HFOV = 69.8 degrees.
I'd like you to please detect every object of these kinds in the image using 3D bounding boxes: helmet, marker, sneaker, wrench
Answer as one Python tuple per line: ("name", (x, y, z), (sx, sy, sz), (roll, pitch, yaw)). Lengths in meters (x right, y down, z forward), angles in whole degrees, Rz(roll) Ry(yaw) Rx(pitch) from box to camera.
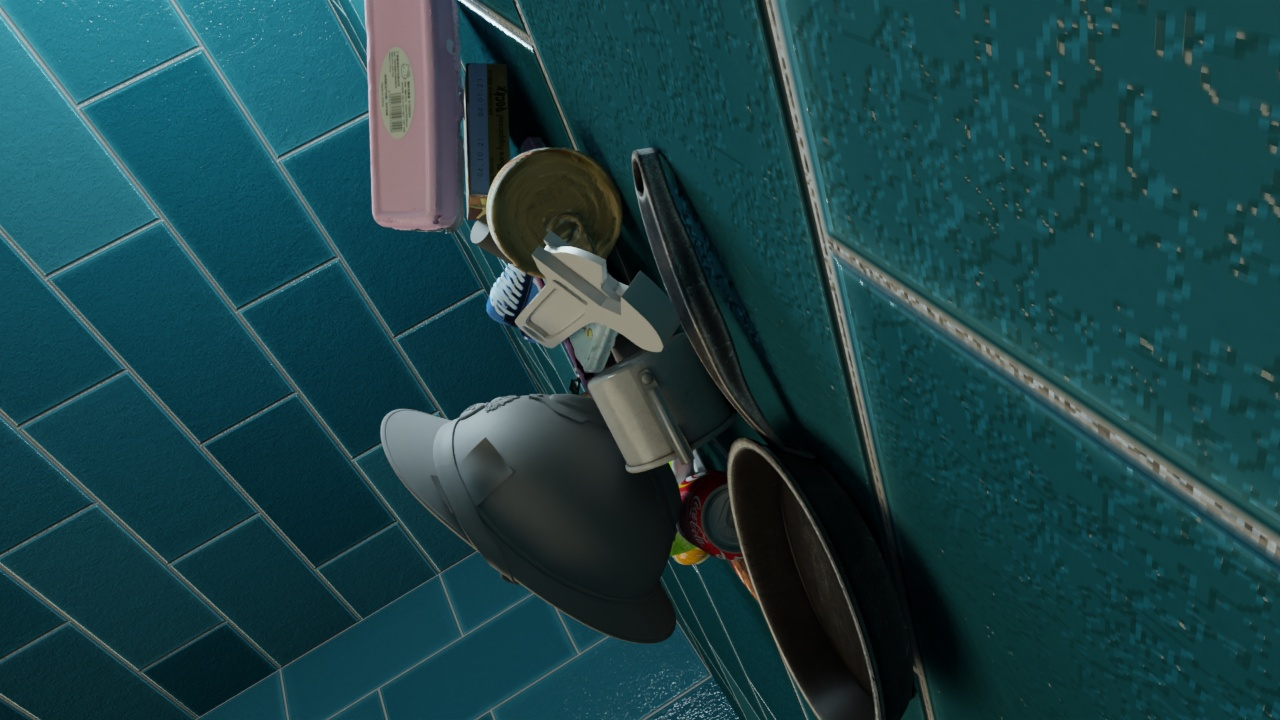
("helmet", (-0.052, 0.083, 0.688), (0.271, 0.118, 0.183), (37, -168, -2))
("marker", (0.035, 0.077, 0.755), (0.020, 0.020, 0.142), (-131, 30, -52))
("sneaker", (-0.120, -0.076, 0.982), (0.083, 0.098, 0.241), (60, 172, 20))
("wrench", (-0.041, -0.028, 0.587), (0.086, 0.018, 0.274), (37, 167, -7))

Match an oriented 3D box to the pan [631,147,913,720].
("pan", (0.069, 0.052, 0.511), (0.187, 0.055, 0.357), (-157, 50, -76))

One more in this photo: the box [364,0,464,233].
("box", (-0.162, -0.204, 0.736), (0.102, 0.087, 0.202), (-12, -77, -62))

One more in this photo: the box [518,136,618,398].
("box", (-0.059, -0.065, 0.737), (0.150, 0.048, 0.214), (89, 160, -52))

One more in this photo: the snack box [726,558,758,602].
("snack box", (0.100, 0.174, 0.784), (0.141, 0.031, 0.051), (50, 167, 47))

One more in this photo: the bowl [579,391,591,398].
("bowl", (-0.019, 0.066, 0.982), (0.121, 0.056, 0.121), (30, 166, 8))

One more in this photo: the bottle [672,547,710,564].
("bottle", (0.033, 0.163, 0.965), (0.109, 0.063, 0.063), (46, 175, -14))

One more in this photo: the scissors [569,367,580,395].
("scissors", (-0.067, -0.007, 1.089), (0.209, 0.015, 0.147), (-90, 16, -60))

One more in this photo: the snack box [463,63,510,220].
("snack box", (-0.136, -0.184, 0.804), (0.186, 0.031, 0.101), (-168, 76, -78))

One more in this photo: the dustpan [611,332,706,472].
("dustpan", (-0.005, 0.005, 0.845), (0.163, 0.033, 0.257), (75, 171, -56))

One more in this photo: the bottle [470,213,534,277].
("bottle", (-0.106, -0.098, 0.861), (0.113, 0.030, 0.030), (29, -165, -42))

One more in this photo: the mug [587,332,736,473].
("mug", (0.014, 0.029, 0.613), (0.070, 0.084, 0.113), (63, 180, -4))

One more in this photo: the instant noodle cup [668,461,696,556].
("instant noodle cup", (0.019, 0.114, 0.876), (0.108, 0.099, 0.099), (-117, 2, -58))

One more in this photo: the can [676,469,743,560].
("can", (0.062, 0.117, 0.707), (0.064, 0.064, 0.105), (60, 171, 1))

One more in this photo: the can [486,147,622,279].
("can", (-0.058, -0.098, 0.610), (0.086, 0.086, 0.043), (63, 173, -19))

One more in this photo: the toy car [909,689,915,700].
("toy car", (0.147, 0.221, 0.619), (0.040, 0.048, 0.113), (54, 169, 14))
